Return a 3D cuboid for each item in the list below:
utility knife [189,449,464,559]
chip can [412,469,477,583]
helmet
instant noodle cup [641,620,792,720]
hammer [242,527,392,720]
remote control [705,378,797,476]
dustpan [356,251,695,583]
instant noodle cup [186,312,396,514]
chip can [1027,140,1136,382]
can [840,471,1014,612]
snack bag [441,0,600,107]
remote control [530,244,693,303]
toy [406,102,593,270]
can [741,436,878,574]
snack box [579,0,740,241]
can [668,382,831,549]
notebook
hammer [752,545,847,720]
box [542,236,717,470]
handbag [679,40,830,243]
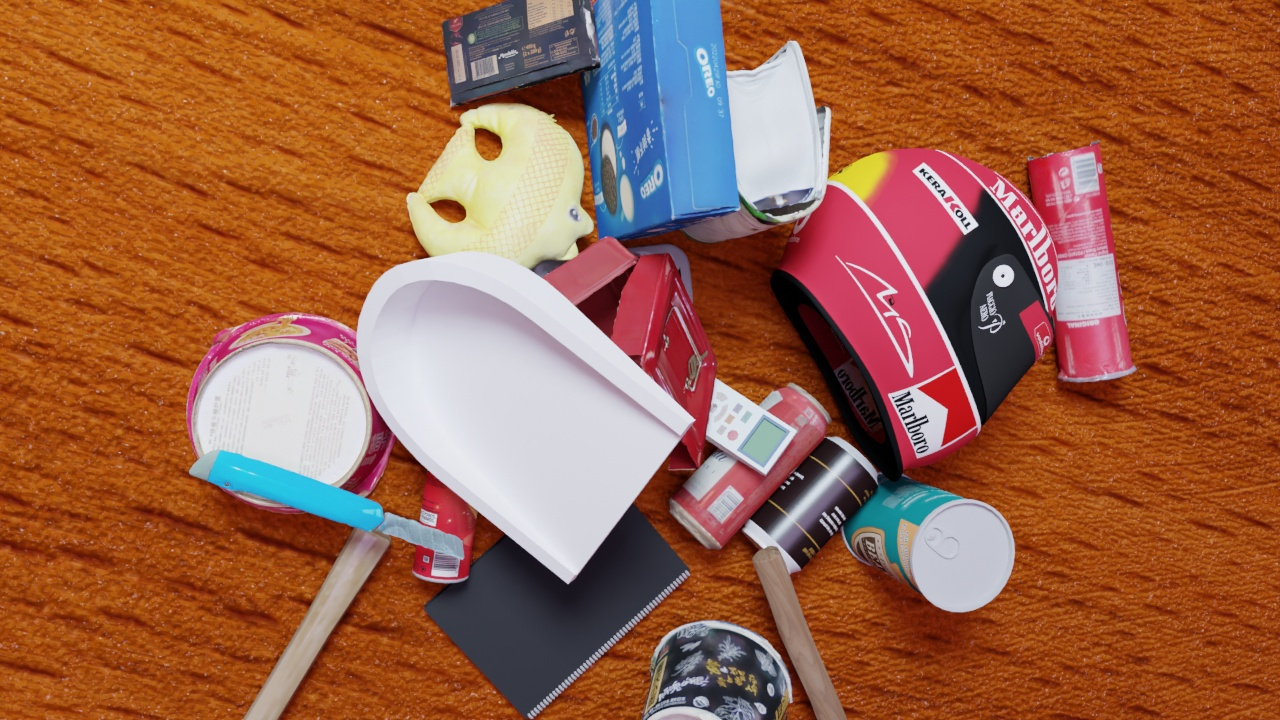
[{"bbox_3d":[-0.247,0.118,0.741,0.225,0.015,0.031,23,91,-10],"label":"utility knife"},{"bbox_3d":[-0.163,0.086,0.817,0.051,0.052,0.214,8,92,-13],"label":"chip can"},{"bbox_3d":[0.257,-0.059,0.825,0.224,0.197,0.271,-32,99,-1],"label":"helmet"},{"bbox_3d":[0.061,0.324,0.824,0.137,0.112,0.137,6,110,16],"label":"instant noodle cup"},{"bbox_3d":[-0.317,0.290,0.801,0.117,0.051,0.322,32,84,-13],"label":"hammer"},{"bbox_3d":[0.071,0.049,0.847,0.143,0.024,0.049,33,77,22],"label":"remote control"},{"bbox_3d":[-0.112,0.031,0.711,0.258,0.053,0.192,43,122,15],"label":"dustpan"},{"bbox_3d":[-0.296,0.049,0.771,0.178,0.078,0.178,-1,93,-12],"label":"instant noodle cup"},{"bbox_3d":[0.445,-0.098,0.930,0.073,0.073,0.233,-13,96,-12],"label":"chip can"},{"bbox_3d":[0.266,0.166,0.869,0.099,0.144,0.099,-1,94,-13],"label":"can"},{"bbox_3d":[-0.104,-0.268,0.777,0.155,0.018,0.074,-5,95,29],"label":"snack bag"},{"bbox_3d":[-0.026,-0.066,0.853,0.151,0.019,0.074,-8,95,-12],"label":"remote control"},{"bbox_3d":[-0.114,-0.144,0.809,0.155,0.065,0.170,30,79,-1],"label":"toy"},{"bbox_3d":[0.163,0.138,0.882,0.128,0.072,0.072,-45,101,-6],"label":"can"},{"bbox_3d":[0.005,-0.202,0.739,0.056,0.239,0.195,-8,95,-15],"label":"snack box"},{"bbox_3d":[0.104,0.100,0.869,0.170,0.067,0.067,-45,101,-6],"label":"can"},{"bbox_3d":[-0.074,0.215,0.864,0.206,0.016,0.149,-41,100,-7],"label":"notebook"},{"bbox_3d":[0.172,0.316,0.879,0.098,0.052,0.328,-28,109,-9],"label":"hammer"},{"bbox_3d":[-0.026,-0.007,0.788,0.157,0.156,0.146,63,36,-44],"label":"box"},{"bbox_3d":[0.082,-0.176,0.780,0.096,0.199,0.142,-15,97,-13],"label":"handbag"}]
